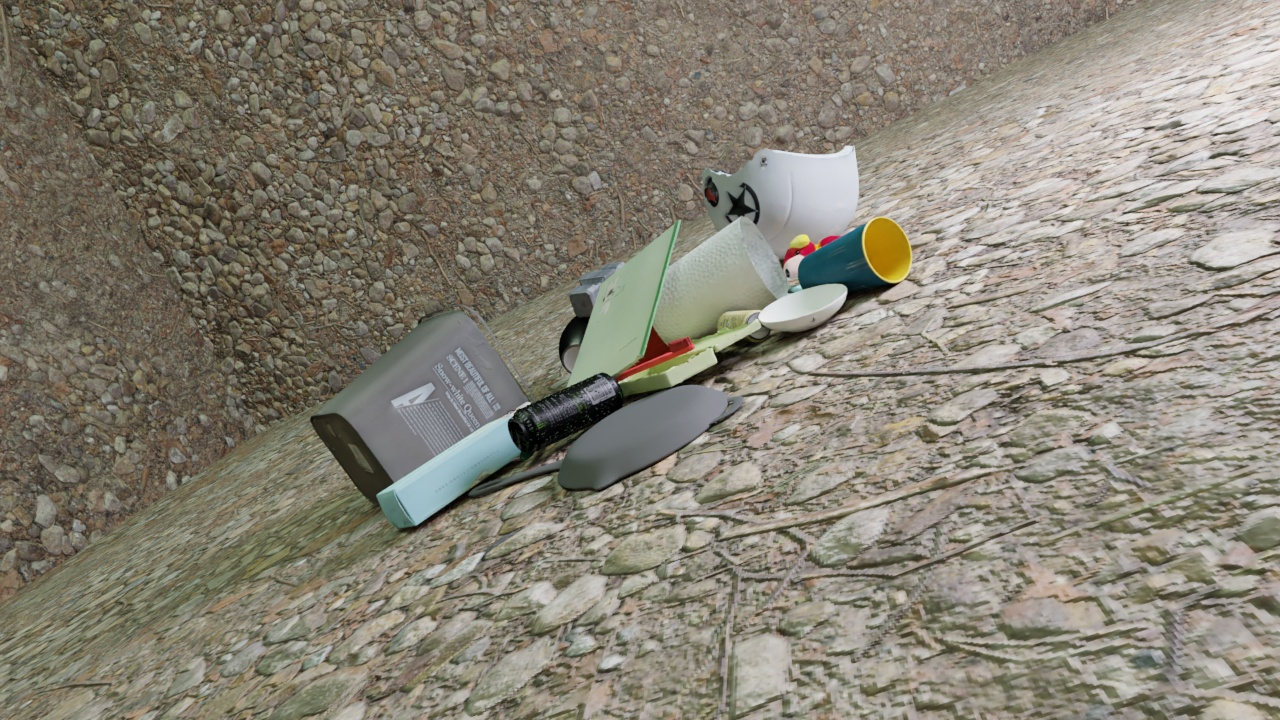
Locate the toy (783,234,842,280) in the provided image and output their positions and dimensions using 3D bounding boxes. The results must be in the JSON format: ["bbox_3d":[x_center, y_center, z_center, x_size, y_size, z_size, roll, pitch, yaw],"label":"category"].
[{"bbox_3d":[0.258,-0.143,1.215,0.137,0.067,0.105,-11,6,21],"label":"toy"}]

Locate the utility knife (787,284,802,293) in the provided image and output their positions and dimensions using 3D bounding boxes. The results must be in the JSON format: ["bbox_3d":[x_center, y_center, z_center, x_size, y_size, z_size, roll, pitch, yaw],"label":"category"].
[{"bbox_3d":[0.199,-0.095,1.270,0.022,0.015,0.177,-24,7,-12],"label":"utility knife"}]

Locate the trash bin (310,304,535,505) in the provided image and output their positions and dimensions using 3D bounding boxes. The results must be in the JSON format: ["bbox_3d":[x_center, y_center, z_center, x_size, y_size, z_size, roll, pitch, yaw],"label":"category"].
[{"bbox_3d":[-0.301,0.069,1.251,0.219,0.197,0.198,-41,18,-33],"label":"trash bin"}]

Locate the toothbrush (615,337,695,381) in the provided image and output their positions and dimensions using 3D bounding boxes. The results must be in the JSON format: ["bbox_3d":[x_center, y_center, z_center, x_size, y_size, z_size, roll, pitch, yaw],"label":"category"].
[{"bbox_3d":[-0.006,0.006,1.098,0.012,0.018,0.213,-32,5,-39],"label":"toothbrush"}]

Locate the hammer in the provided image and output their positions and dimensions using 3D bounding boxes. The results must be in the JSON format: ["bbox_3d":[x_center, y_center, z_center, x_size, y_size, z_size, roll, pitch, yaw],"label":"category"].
[{"bbox_3d":[0.050,-0.118,1.345,0.324,0.051,0.117,-4,25,33],"label":"hammer"}]

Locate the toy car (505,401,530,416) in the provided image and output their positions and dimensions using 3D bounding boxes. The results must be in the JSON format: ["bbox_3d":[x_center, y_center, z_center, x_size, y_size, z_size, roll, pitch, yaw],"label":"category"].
[{"bbox_3d":[-0.180,0.099,1.202,0.112,0.039,0.039,-34,34,-30],"label":"toy car"}]

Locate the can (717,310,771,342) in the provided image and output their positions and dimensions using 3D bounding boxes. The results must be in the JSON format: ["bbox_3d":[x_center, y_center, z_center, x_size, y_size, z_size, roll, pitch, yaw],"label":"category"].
[{"bbox_3d":[0.126,-0.041,1.112,0.038,0.038,0.079,-30,11,-16],"label":"can"}]

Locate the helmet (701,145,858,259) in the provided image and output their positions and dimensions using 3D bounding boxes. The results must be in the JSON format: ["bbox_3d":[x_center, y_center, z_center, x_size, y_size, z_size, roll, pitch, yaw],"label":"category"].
[{"bbox_3d":[0.224,-0.241,1.469,0.236,0.163,0.265,-9,2,-33],"label":"helmet"}]

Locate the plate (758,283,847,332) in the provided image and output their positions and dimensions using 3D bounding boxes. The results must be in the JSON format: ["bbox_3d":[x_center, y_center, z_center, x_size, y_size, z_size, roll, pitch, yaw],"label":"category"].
[{"bbox_3d":[0.187,-0.055,1.044,0.104,0.026,0.104,-20,16,6],"label":"plate"}]

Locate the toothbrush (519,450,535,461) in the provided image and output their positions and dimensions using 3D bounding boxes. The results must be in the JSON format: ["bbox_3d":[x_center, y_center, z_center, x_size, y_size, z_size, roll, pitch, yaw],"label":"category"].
[{"bbox_3d":[-0.121,0.087,1.135,0.016,0.017,0.189,-27,7,12],"label":"toothbrush"}]

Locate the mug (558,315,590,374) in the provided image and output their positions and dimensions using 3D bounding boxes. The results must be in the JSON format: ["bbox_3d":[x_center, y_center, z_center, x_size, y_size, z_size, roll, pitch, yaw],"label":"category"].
[{"bbox_3d":[-0.067,-0.018,1.393,0.119,0.085,0.100,4,23,7],"label":"mug"}]

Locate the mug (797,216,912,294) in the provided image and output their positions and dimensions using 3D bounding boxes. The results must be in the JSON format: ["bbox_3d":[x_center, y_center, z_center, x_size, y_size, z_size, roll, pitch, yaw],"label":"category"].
[{"bbox_3d":[0.246,-0.114,1.078,0.078,0.078,0.122,-34,8,-33],"label":"mug"}]

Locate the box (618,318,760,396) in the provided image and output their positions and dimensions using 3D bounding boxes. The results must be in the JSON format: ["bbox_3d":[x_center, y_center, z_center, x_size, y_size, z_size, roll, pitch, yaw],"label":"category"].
[{"bbox_3d":[0.051,-0.001,1.085,0.137,0.024,0.187,-33,6,-22],"label":"box"}]

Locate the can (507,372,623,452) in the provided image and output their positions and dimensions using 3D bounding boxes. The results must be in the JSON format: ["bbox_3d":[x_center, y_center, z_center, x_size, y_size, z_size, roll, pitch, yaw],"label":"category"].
[{"bbox_3d":[-0.084,0.059,1.062,0.137,0.054,0.054,-24,8,-31],"label":"can"}]

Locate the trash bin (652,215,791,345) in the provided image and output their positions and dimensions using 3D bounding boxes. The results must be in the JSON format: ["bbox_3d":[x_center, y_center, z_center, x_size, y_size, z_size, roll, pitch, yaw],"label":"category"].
[{"bbox_3d":[0.096,-0.093,1.207,0.162,0.133,0.133,-28,10,23],"label":"trash bin"}]

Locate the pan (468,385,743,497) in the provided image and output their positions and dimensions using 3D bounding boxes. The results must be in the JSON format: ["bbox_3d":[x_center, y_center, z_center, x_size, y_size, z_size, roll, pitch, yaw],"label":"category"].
[{"bbox_3d":[-0.053,0.089,0.965,0.355,0.024,0.215,-21,12,29],"label":"pan"}]

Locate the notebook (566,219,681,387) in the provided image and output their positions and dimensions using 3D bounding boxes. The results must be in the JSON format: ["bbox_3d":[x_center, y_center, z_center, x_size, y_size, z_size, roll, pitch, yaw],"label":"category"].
[{"bbox_3d":[-0.026,-0.058,1.203,0.182,0.010,0.251,-35,29,42],"label":"notebook"}]

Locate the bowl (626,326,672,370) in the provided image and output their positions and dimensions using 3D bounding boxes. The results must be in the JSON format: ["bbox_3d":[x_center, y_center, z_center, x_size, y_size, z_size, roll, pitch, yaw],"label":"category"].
[{"bbox_3d":[-0.004,-0.020,1.306,0.130,0.045,0.130,-27,11,5],"label":"bowl"}]

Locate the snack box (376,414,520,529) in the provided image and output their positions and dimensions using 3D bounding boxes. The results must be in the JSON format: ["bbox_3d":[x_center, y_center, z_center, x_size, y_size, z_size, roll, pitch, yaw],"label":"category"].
[{"bbox_3d":[-0.220,0.131,1.085,0.174,0.053,0.075,-33,6,-32],"label":"snack box"}]
